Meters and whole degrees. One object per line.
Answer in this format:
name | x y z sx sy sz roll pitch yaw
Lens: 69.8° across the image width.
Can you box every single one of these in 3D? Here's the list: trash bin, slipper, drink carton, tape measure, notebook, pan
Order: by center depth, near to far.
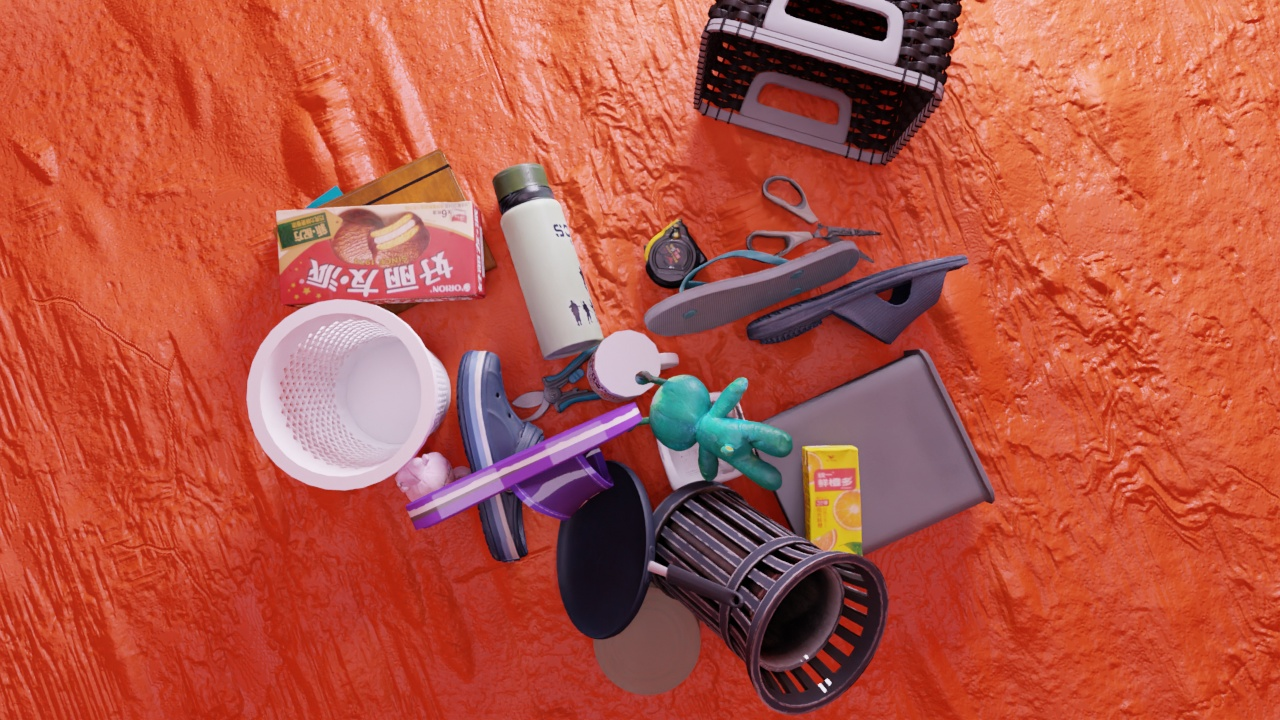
trash bin | 0.114 0.227 0.951 0.164 0.227 0.164 -10 110 -28
pan | 0.001 0.214 0.975 0.021 0.357 0.198 11 85 -31
slipper | -0.110 0.138 0.982 0.266 0.107 0.084 -24 90 -2
drink carton | 0.210 0.160 1.003 0.058 0.043 0.134 -3 91 2
trash bin | -0.304 0.038 1.038 0.195 0.199 0.195 0 89 2
trash bin | 0.261 0.118 1.068 0.220 0.097 0.192 -25 88 3
slipper | 0.258 -0.052 1.077 0.264 0.101 0.082 -19 95 7
slipper | -0.157 0.109 1.083 0.095 0.105 0.253 -9 91 -2
slipper | 0.127 -0.093 1.090 0.268 0.098 0.054 -17 64 -6
tape measure | 0.039 -0.124 1.109 0.072 0.042 0.071 -33 89 -3
notebook | -0.327 -0.143 1.135 0.249 0.014 0.178 -25 88 1

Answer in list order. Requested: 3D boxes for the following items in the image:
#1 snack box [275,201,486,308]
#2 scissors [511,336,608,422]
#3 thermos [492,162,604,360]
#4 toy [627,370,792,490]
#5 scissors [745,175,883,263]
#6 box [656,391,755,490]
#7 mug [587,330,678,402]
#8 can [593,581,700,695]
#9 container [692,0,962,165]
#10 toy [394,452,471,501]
snack box | -0.308 -0.125 1.095 0.236 0.060 0.113 -2 90 2
scissors | -0.077 0.030 1.119 0.124 0.019 0.156 27 89 2
thermos | -0.116 -0.120 1.094 0.082 0.082 0.231 -19 83 1
toy | 0.069 0.073 0.982 0.193 0.072 0.131 25 114 26
scissors | 0.202 -0.159 1.117 0.162 0.012 0.158 -33 89 1
box | 0.083 0.093 1.056 0.128 0.137 0.108 -15 90 3
mug | -0.006 0.006 1.070 0.105 0.090 0.073 -9 85 -10
can | 0.008 0.321 1.083 0.128 0.073 0.127 0 89 2
container | 0.214 -0.395 1.009 0.247 0.245 0.243 17 86 2
toy | -0.242 0.143 1.082 0.047 0.110 0.063 34 89 25
